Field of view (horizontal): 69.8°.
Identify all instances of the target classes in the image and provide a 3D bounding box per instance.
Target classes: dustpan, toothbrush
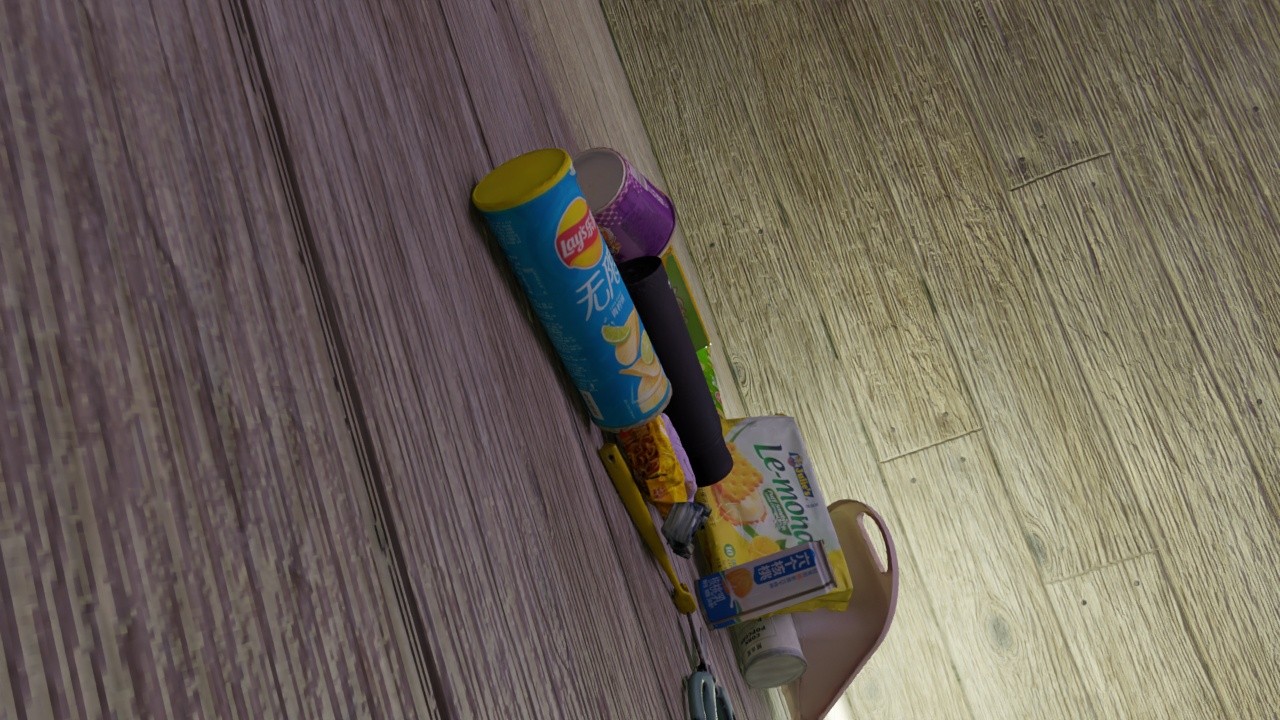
[{"bbox_3d":[0.238,0.315,1.163,0.222,0.139,0.274,-105,-173,-48],"label":"dustpan"},{"bbox_3d":[0.008,0.142,0.759,0.016,0.016,0.190,-107,173,-61],"label":"toothbrush"}]

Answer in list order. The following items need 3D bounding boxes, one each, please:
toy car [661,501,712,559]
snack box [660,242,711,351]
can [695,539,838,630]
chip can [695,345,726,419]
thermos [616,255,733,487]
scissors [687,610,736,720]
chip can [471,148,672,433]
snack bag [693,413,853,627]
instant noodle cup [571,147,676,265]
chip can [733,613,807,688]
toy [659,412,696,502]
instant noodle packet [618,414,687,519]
[{"bbox_3d":[0.037,0.142,0.780,0.091,0.034,0.043,82,30,-74],"label":"toy car"},{"bbox_3d":[0.024,-0.118,1.270,0.209,0.070,0.158,-106,172,-58],"label":"snack box"},{"bbox_3d":[0.126,0.224,0.918,0.053,0.135,0.053,-20,89,-82],"label":"can"},{"bbox_3d":[0.070,0.036,1.226,0.221,0.073,0.072,-95,162,-61],"label":"chip can"},{"bbox_3d":[0.024,0.014,0.937,0.090,0.068,0.243,35,-30,59],"label":"thermos"},{"bbox_3d":[0.060,0.289,0.736,0.181,0.019,0.170,31,41,-76],"label":"scissors"},{"bbox_3d":[-0.044,-0.046,0.669,0.071,0.071,0.210,-98,166,-55],"label":"chip can"},{"bbox_3d":[0.130,0.176,1.045,0.068,0.157,0.246,121,-41,-56],"label":"snack bag"},{"bbox_3d":[-0.032,-0.155,0.931,0.099,0.112,0.111,40,30,-56],"label":"instant noodle cup"},{"bbox_3d":[0.135,0.273,1.089,0.214,0.071,0.071,-101,168,-47],"label":"chip can"},{"bbox_3d":[0.028,0.098,0.886,0.084,0.039,0.108,100,-26,-57],"label":"toy"},{"bbox_3d":[0.006,0.073,0.798,0.128,0.044,0.110,66,7,-64],"label":"instant noodle packet"}]
